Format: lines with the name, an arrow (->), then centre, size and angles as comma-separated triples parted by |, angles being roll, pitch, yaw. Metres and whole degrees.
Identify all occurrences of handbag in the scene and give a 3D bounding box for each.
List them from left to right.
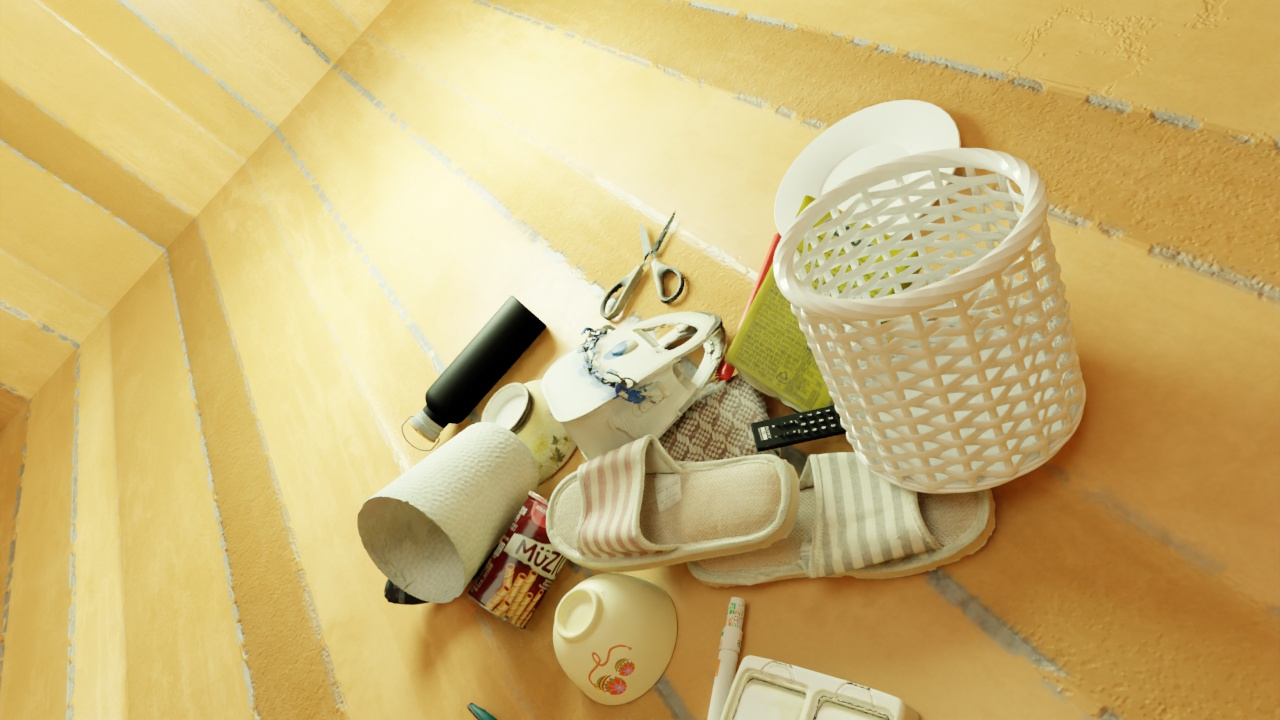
handbag -> -0.006, 0.006, 0.951 | 0.199, 0.093, 0.200 | -38, 22, -4
handbag -> 0.048, 0.096, 0.891 | 0.186, 0.047, 0.124 | -32, 34, 18

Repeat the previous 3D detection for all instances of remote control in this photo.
remote control -> 0.168, 0.053, 0.802 | 0.140, 0.009, 0.030 | -13, 46, 3

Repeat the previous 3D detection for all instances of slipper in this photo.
slipper -> 0.014, 0.124, 0.814 | 0.264, 0.052, 0.114 | -10, 58, 34
slipper -> 0.151, 0.134, 0.763 | 0.273, 0.054, 0.114 | -17, 44, 33

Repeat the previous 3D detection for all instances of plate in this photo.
plate -> 0.238, -0.192, 0.976 | 0.209, 0.015, 0.208 | -24, 45, 26

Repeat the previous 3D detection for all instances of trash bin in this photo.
trash bin -> -0.193, 0.151, 0.967 | 0.134, 0.133, 0.160 | -13, 22, 35

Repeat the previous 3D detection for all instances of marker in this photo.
marker -> 0.068, 0.267, 0.753 | 0.017, 0.017, 0.145 | -10, 52, 37

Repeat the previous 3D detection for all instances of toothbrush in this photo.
toothbrush -> 0.115, -0.059, 0.957 | 0.018, 0.012, 0.211 | -23, 34, 47

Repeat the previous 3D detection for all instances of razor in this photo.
razor -> -0.220, 0.227, 1.013 | 0.141, 0.064, 0.053 | -24, 24, 12

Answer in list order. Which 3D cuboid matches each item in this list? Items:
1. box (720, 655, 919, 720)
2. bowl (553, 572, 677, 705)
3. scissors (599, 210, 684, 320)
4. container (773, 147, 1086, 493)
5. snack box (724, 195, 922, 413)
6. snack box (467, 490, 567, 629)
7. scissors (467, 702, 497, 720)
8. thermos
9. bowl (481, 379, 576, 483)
box -> 0.091, 0.298, 0.640 | 0.144, 0.099, 0.183 | 0, 58, 42
bowl -> -0.036, 0.239, 0.825 | 0.118, 0.074, 0.117 | -24, 45, 26
scissors -> 0.008, -0.112, 1.122 | 0.171, 0.012, 0.157 | -49, 41, 0
container -> 0.220, -0.029, 0.691 | 0.189, 0.187, 0.189 | -21, 34, 14
snack box -> 0.165, -0.045, 0.844 | 0.121, 0.045, 0.181 | 35, 106, 31
snack box -> -0.114, 0.202, 0.930 | 0.072, 0.072, 0.121 | 18, 72, 48
scissors -> -0.130, 0.371, 0.849 | 0.139, 0.019, 0.135 | -31, 45, 18
thermos -> -0.220, 0.022, 1.183 | 0.231, 0.061, 0.061 | -49, 39, -1
bowl -> -0.137, 0.071, 1.065 | 0.145, 0.063, 0.145 | -24, 45, 26
